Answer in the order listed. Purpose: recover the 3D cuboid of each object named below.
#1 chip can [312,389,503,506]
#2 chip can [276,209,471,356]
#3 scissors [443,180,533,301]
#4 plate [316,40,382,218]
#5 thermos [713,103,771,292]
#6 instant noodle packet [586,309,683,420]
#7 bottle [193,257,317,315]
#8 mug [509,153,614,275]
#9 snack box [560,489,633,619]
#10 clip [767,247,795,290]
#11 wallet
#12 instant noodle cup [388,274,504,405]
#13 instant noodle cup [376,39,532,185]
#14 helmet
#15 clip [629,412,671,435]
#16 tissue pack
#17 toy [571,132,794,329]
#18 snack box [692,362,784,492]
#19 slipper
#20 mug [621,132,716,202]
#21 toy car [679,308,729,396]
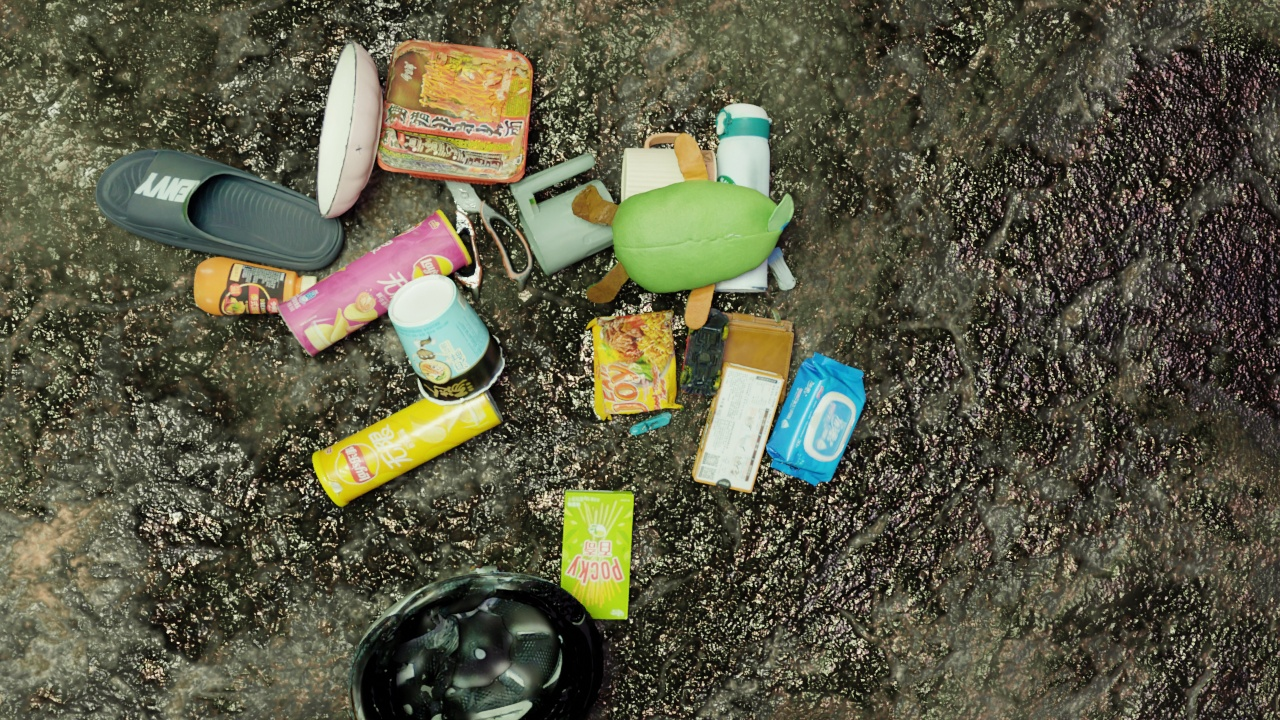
[{"bbox_3d":[-0.271,0.091,1.078,0.213,0.072,0.072,-28,95,-7],"label":"chip can"},{"bbox_3d":[-0.300,-0.088,1.043,0.210,0.071,0.071,-33,95,-10],"label":"chip can"},{"bbox_3d":[-0.213,-0.176,1.105,0.201,0.015,0.206,22,89,-7],"label":"scissors"},{"bbox_3d":[-0.319,-0.250,1.012,0.039,0.193,0.192,7,90,-28],"label":"plate"},{"bbox_3d":[0.122,-0.197,1.119,0.073,0.073,0.224,1,91,-7],"label":"thermos"},{"bbox_3d":[-0.007,0.007,1.122,0.111,0.044,0.128,-5,93,-3],"label":"instant noodle packet"},{"bbox_3d":[-0.431,-0.081,1.061,0.149,0.067,0.067,4,91,-14],"label":"bottle"},{"bbox_3d":[-0.086,-0.173,1.075,0.103,0.083,0.124,-25,131,-8],"label":"mug"},{"bbox_3d":[-0.054,0.239,1.130,0.085,0.026,0.156,3,92,-6],"label":"snack box"},{"bbox_3d":[0.176,-0.114,1.154,0.026,0.042,0.058,-33,98,-7],"label":"clip"},{"bbox_3d":[0.122,-0.011,1.141,0.130,0.035,0.119,7,93,-7],"label":"wallet"},{"bbox_3d":[-0.225,-0.029,1.034,0.111,0.111,0.120,-28,138,-6],"label":"instant noodle cup"},{"bbox_3d":[-0.210,-0.275,1.052,0.164,0.079,0.188,5,66,-8],"label":"instant noodle cup"},{"bbox_3d":[-0.192,0.346,1.052,0.273,0.157,0.230,-13,92,-17],"label":"helmet"},{"bbox_3d":[0.012,0.079,1.137,0.054,0.033,0.013,-23,92,7],"label":"clip"},{"bbox_3d":[0.221,0.073,1.132,0.095,0.052,0.157,24,88,-32],"label":"tissue pack"},{"bbox_3d":[0.049,-0.142,1.047,0.246,0.090,0.227,-6,114,-3],"label":"toy"},{"bbox_3d":[0.120,0.083,1.132,0.075,0.026,0.154,13,102,-8],"label":"snack box"},{"bbox_3d":[-0.472,-0.179,1.032,0.268,0.083,0.110,15,75,-10],"label":"slipper"},{"bbox_3d":[0.032,-0.226,1.108,0.106,0.082,0.114,1,65,-6],"label":"mug"},{"bbox_3d":[0.078,-0.011,1.108,0.049,0.031,0.106,9,94,-3],"label":"toy car"}]
